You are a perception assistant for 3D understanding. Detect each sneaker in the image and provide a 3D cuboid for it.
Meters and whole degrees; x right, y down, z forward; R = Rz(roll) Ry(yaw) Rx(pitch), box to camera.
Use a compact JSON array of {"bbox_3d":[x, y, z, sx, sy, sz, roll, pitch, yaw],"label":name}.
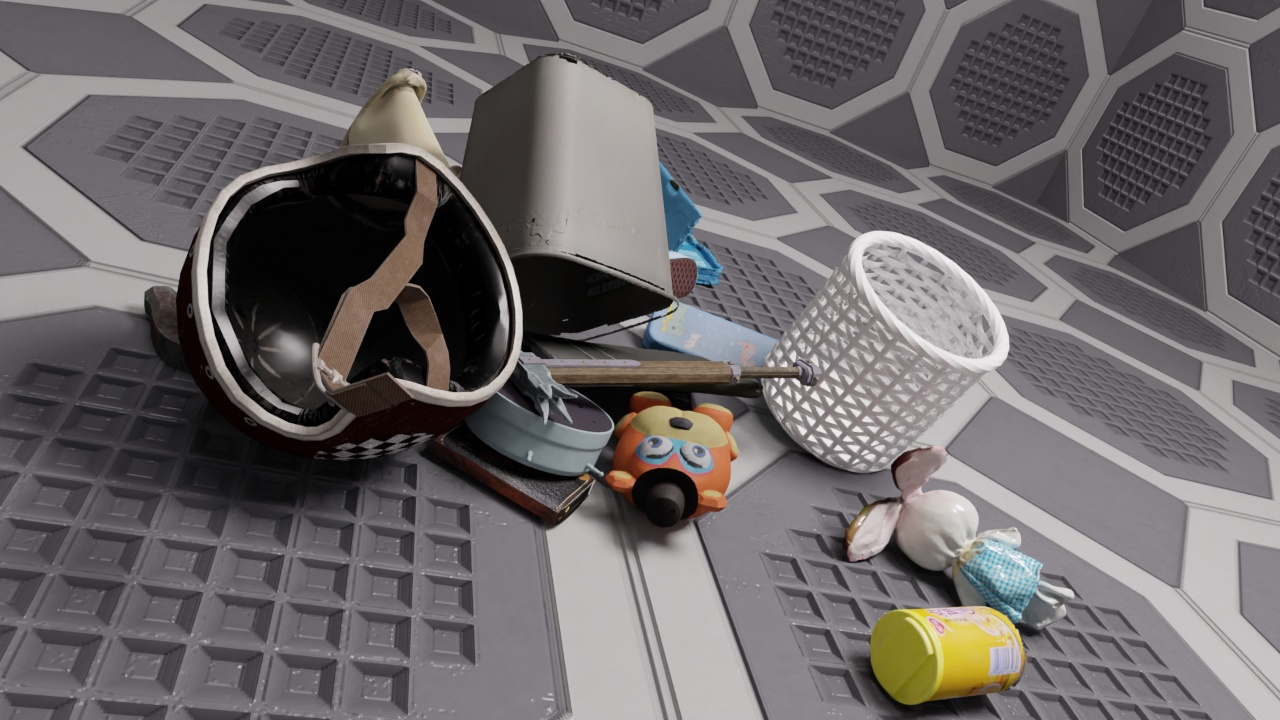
[{"bbox_3d":[-0.038,-0.107,1.148,0.098,0.083,0.240,18,16,38],"label":"sneaker"}]

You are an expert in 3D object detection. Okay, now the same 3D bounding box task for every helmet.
[{"bbox_3d":[-0.202,-0.034,0.659,0.233,0.254,0.233,26,52,-58],"label":"helmet"}]

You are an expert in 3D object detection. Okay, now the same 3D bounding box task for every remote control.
[{"bbox_3d":[0.036,0.033,0.990,0.046,0.009,0.124,20,25,-3],"label":"remote control"}]

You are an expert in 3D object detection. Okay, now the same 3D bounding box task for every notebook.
[{"bbox_3d":[-0.006,0.005,0.923,0.209,0.029,0.169,9,7,-20],"label":"notebook"}]

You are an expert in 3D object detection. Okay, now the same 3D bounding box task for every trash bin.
[{"bbox_3d":[-0.081,-0.157,0.919,0.197,0.198,0.219,17,67,-43],"label":"trash bin"}]

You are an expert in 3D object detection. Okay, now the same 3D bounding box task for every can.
[{"bbox_3d":[0.235,0.224,0.703,0.105,0.068,0.067,6,29,-30],"label":"can"}]

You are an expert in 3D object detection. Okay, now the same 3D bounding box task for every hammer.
[{"bbox_3d":[0.033,0.009,0.824,0.316,0.028,0.147,1,23,-30],"label":"hammer"},{"bbox_3d":[-0.270,-0.026,0.824,0.300,0.028,0.111,-2,35,-34],"label":"hammer"}]

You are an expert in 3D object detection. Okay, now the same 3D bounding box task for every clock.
[{"bbox_3d":[-0.092,0.044,0.785,0.122,0.045,0.159,17,13,-37],"label":"clock"}]

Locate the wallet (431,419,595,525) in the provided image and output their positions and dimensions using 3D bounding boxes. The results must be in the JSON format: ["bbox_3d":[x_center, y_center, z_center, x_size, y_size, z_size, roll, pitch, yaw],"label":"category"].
[{"bbox_3d":[-0.104,0.088,0.757,0.123,0.019,0.072,28,21,12],"label":"wallet"}]

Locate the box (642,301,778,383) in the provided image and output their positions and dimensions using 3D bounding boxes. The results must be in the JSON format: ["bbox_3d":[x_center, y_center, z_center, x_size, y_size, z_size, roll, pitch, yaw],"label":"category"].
[{"bbox_3d":[0.108,-0.015,1.082,0.210,0.064,0.069,19,28,-5],"label":"box"}]

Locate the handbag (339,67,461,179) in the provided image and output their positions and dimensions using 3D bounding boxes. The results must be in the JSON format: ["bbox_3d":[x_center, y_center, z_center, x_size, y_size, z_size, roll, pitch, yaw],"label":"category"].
[{"bbox_3d":[-0.286,-0.213,1.043,0.131,0.185,0.229,-4,52,-39],"label":"handbag"}]

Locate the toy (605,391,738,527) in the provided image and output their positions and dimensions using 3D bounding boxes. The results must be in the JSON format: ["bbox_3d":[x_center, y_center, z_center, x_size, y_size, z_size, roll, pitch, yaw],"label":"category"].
[{"bbox_3d":[0.028,0.086,0.794,0.112,0.096,0.175,11,36,0],"label":"toy"}]

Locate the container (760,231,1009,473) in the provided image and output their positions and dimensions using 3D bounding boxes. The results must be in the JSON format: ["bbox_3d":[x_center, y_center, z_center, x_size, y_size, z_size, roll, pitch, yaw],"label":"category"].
[{"bbox_3d":[0.254,-0.007,0.980,0.189,0.187,0.189,18,43,-18],"label":"container"}]

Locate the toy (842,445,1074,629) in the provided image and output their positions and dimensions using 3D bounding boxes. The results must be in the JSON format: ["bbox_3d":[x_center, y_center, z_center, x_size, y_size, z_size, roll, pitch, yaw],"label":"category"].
[{"bbox_3d":[0.300,0.167,0.843,0.205,0.131,0.105,33,11,8],"label":"toy"}]

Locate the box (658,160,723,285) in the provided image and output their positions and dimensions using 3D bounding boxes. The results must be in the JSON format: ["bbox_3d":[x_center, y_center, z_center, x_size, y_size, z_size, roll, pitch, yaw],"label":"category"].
[{"bbox_3d":[0.057,-0.214,1.378,0.094,0.110,0.231,9,28,-23],"label":"box"}]
